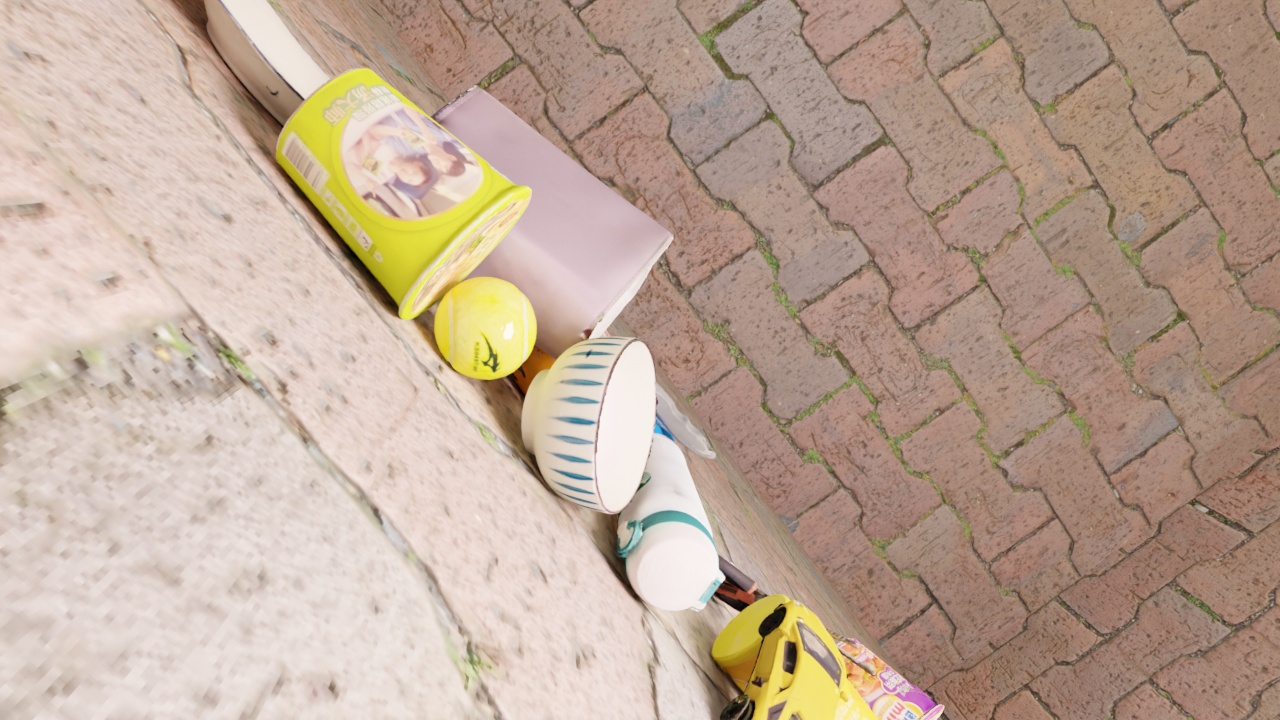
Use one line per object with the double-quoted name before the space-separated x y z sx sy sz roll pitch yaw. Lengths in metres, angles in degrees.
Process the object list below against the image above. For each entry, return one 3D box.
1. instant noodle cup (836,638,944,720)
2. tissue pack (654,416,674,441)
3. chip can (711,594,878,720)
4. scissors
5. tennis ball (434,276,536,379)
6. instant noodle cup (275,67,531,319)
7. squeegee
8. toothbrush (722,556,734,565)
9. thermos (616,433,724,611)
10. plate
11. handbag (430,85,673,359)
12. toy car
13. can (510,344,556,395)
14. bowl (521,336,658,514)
"instant noodle cup" 0.197 0.313 0.823 0.099 0.111 0.111 44 -1 29
"tissue pack" -0.022 0.055 0.948 0.095 0.052 0.157 52 3 22
"chip can" 0.144 0.279 0.685 0.213 0.072 0.072 52 4 -2
"scissors" 0.094 0.195 0.768 0.189 0.015 0.227 41 -18 -8
"tennis ball" -0.099 -0.021 0.586 0.065 0.065 0.065 52 4 -5
"instant noodle cup" -0.147 -0.107 0.556 0.123 0.112 0.111 45 4 -3
"squeegee" -0.005 0.005 0.916 0.249 0.040 0.247 55 18 -10
"toothbrush" 0.047 0.177 0.898 0.189 0.029 0.021 47 44 -51
"thermos" 0.012 0.114 0.688 0.073 0.073 0.224 52 4 -11
"plate" -0.255 -0.205 0.657 0.164 0.034 0.163 50 4 -26
"handbag" -0.092 -0.096 0.686 0.197 0.099 0.144 37 35 0
"toy car" 0.100 0.215 0.594 0.071 0.041 0.155 49 33 -7
"can" -0.081 -0.006 0.733 0.146 0.058 0.058 53 4 19
"bowl" -0.037 0.039 0.610 0.066 0.116 0.116 7 -13 18
